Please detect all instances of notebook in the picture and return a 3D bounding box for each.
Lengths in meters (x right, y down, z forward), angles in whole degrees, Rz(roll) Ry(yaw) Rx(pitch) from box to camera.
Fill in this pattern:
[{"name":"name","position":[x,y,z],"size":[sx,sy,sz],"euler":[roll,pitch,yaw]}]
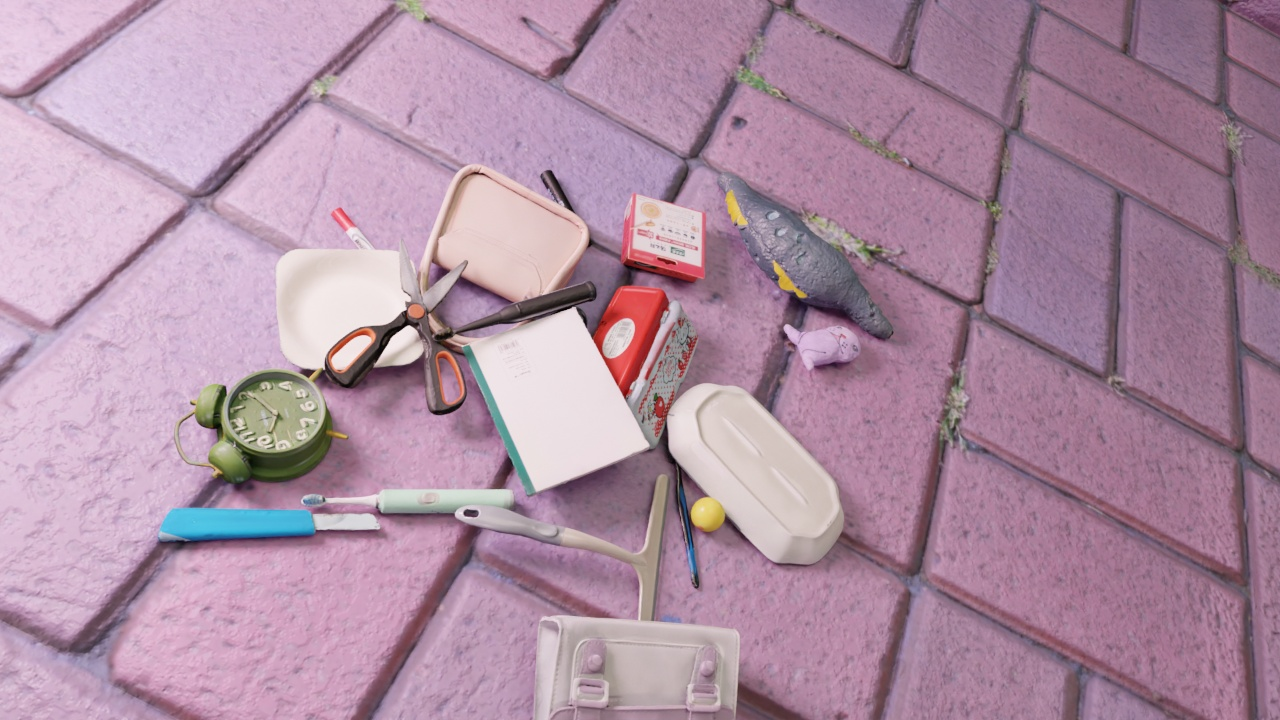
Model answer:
[{"name":"notebook","position":[-0.101,0.042,1.062],"size":[0.150,0.012,0.209],"euler":[-20,63,-17]}]

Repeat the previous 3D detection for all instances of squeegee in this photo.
[{"name":"squeegee","position":[-0.080,0.195,0.999],"size":[0.246,0.039,0.245],"euler":[20,54,-17]}]

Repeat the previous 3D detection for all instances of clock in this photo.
[{"name":"clock","position":[-0.401,0.069,0.966],"size":[0.161,0.056,0.116],"euler":[-16,65,-28]}]

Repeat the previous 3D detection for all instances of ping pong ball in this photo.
[{"name":"ping pong ball","position":[0.080,0.183,1.088],"size":[0.040,0.040,0.040],"euler":[10,56,-15]}]

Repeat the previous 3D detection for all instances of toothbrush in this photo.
[{"name":"toothbrush","position":[0.051,0.180,1.098],"size":[0.014,0.016,0.189],"euler":[7,59,-28]},{"name":"toothbrush","position":[-0.148,-0.057,1.097],"size":[0.212,0.027,0.026],"euler":[-19,80,-29]},{"name":"toothbrush","position":[-0.247,0.152,0.990],"size":[0.224,0.027,0.026],"euler":[3,63,-19]}]

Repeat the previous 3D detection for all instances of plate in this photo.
[{"name":"plate","position":[-0.341,-0.056,1.079],"size":[0.163,0.034,0.164],"euler":[-2,62,-22]},{"name":"plate","position":[0.150,0.131,1.142],"size":[0.265,0.034,0.161],"euler":[47,52,7]}]

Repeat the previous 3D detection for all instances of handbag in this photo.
[{"name":"handbag","position":[-0.005,0.334,0.917],"size":[0.197,0.099,0.144],"euler":[9,76,-18]},{"name":"handbag","position":[-0.189,-0.114,1.160],"size":[0.193,0.094,0.233],"euler":[25,62,-5]}]

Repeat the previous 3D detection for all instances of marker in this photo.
[{"name":"marker","position":[-0.338,-0.135,1.145],"size":[0.017,0.017,0.145],"euler":[-33,75,-34]},{"name":"marker","position":[-0.104,-0.212,1.283],"size":[0.022,0.020,0.132],"euler":[-9,62,-45]}]

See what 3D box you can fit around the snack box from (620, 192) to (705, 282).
[{"name":"snack box","position":[0.033,-0.164,1.289],"size":[0.113,0.044,0.126],"euler":[14,54,-13]}]

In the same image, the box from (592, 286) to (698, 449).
[{"name":"box","position":[-0.003,0.008,1.170],"size":[0.113,0.100,0.200],"euler":[5,51,24]}]

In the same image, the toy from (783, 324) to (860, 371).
[{"name":"toy","position":[0.260,-0.022,1.291],"size":[0.107,0.039,0.083],"euler":[-9,54,-24]}]

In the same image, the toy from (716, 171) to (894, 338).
[{"name":"toy","position":[0.230,-0.152,1.340],"size":[0.356,0.092,0.137],"euler":[44,26,8]}]

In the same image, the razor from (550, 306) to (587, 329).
[{"name":"razor","position":[-0.105,0.011,1.125],"size":[0.067,0.062,0.167],"euler":[38,52,-35]}]

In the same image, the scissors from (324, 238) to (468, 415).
[{"name":"scissors","position":[-0.264,-0.033,1.061],"size":[0.220,0.022,0.230],"euler":[-32,81,-32]}]

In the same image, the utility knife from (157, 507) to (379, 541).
[{"name":"utility knife","position":[-0.374,0.167,0.936],"size":[0.209,0.018,0.034],"euler":[3,58,-18]}]
